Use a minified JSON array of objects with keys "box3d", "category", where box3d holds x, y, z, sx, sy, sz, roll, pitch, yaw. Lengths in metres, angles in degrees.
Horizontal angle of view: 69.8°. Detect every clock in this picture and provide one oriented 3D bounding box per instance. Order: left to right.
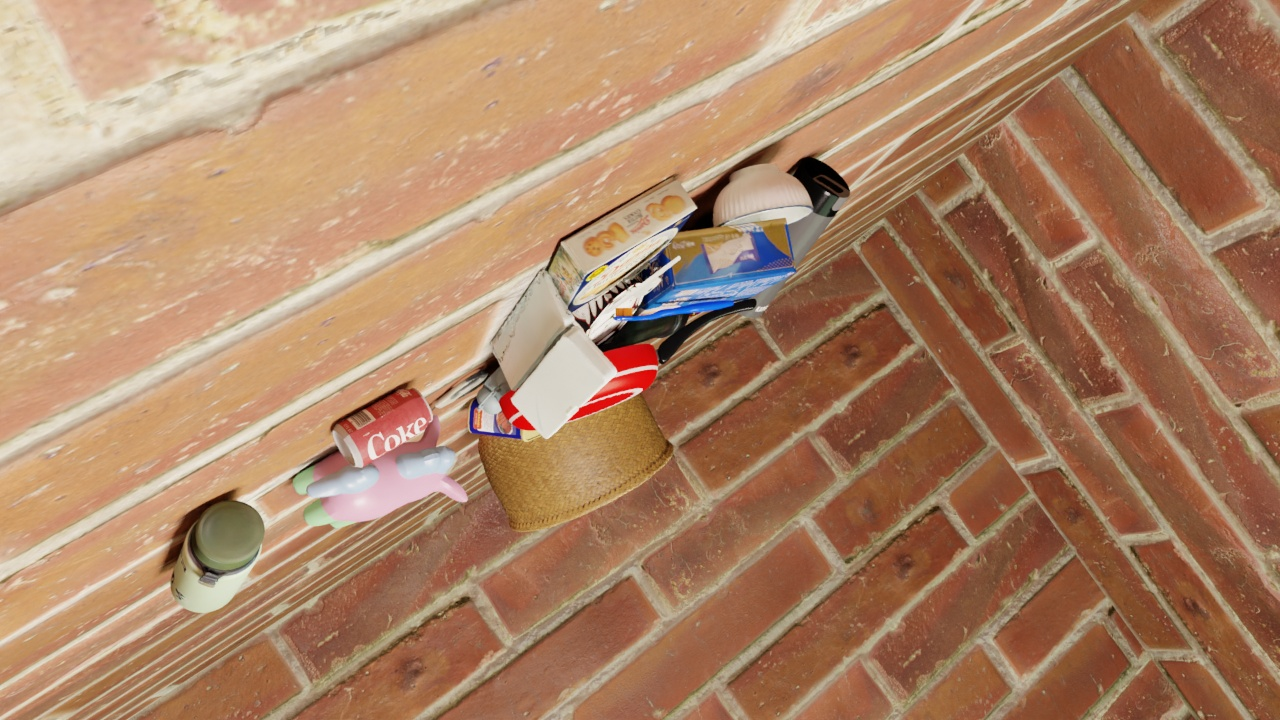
[{"box3d":[-0.161,0.019,1.237,0.123,0.045,0.158,-43,178,40],"category":"clock"},{"box3d":[-0.062,-0.057,1.101,0.114,0.065,0.155,-29,158,-53],"category":"clock"}]

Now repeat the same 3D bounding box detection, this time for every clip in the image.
[{"box3d":[0.005,-0.081,0.991,0.102,0.050,0.058,-35,165,10],"category":"clip"}]

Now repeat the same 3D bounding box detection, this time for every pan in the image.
[{"box3d":[-0.007,0.007,1.176,0.356,0.067,0.209,-20,172,-6],"category":"pan"}]

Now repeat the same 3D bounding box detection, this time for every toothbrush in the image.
[{"box3d":[0.043,-0.063,1.100,0.182,0.018,0.016,-10,-177,-36],"category":"toothbrush"}]

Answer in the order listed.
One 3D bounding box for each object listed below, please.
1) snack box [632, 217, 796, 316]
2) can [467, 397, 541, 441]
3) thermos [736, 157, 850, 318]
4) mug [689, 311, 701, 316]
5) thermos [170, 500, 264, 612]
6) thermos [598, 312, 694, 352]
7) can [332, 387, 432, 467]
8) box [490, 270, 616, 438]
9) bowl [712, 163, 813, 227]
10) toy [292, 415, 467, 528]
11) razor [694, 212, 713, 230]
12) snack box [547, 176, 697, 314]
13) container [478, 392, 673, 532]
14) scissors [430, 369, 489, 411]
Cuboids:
[{"box3d":[0.079,-0.109,1.137,0.155,0.069,0.203,-10,175,-14],"category":"snack box"},{"box3d":[-0.198,0.084,1.394,0.092,0.056,0.116,6,-175,14],"category":"can"},{"box3d":[0.207,-0.176,1.346,0.082,0.082,0.241,-29,158,-51],"category":"thermos"},{"box3d":[0.074,-0.106,1.379,0.073,0.105,0.083,27,129,-35],"category":"mug"},{"box3d":[-0.466,0.220,1.007,0.082,0.082,0.232,-31,174,-39],"category":"thermos"},{"box3d":[-0.013,-0.062,1.274,0.220,0.098,0.098,-22,167,-49],"category":"thermos"},{"box3d":[-0.277,0.071,0.990,0.096,0.054,0.054,-32,175,-30],"category":"can"},{"box3d":[-0.104,0.002,0.991,0.040,0.134,0.198,-35,176,-34],"category":"box"},{"box3d":[0.139,-0.192,1.078,0.118,0.062,0.118,-11,176,-1],"category":"bowl"},{"box3d":[-0.317,0.143,1.127,0.171,0.120,0.222,-22,171,-2],"category":"toy"},{"box3d":[0.103,-0.163,1.230,0.152,0.067,0.053,-29,-167,40],"category":"razor"},{"box3d":[-0.028,-0.113,0.951,0.144,0.042,0.145,-34,176,-21],"category":"snack box"},{"box3d":[-0.120,0.138,1.590,0.307,0.196,0.306,-24,-170,5],"category":"container"},{"box3d":[-0.267,0.057,1.189,0.170,0.012,0.121,-29,173,-35],"category":"scissors"}]
